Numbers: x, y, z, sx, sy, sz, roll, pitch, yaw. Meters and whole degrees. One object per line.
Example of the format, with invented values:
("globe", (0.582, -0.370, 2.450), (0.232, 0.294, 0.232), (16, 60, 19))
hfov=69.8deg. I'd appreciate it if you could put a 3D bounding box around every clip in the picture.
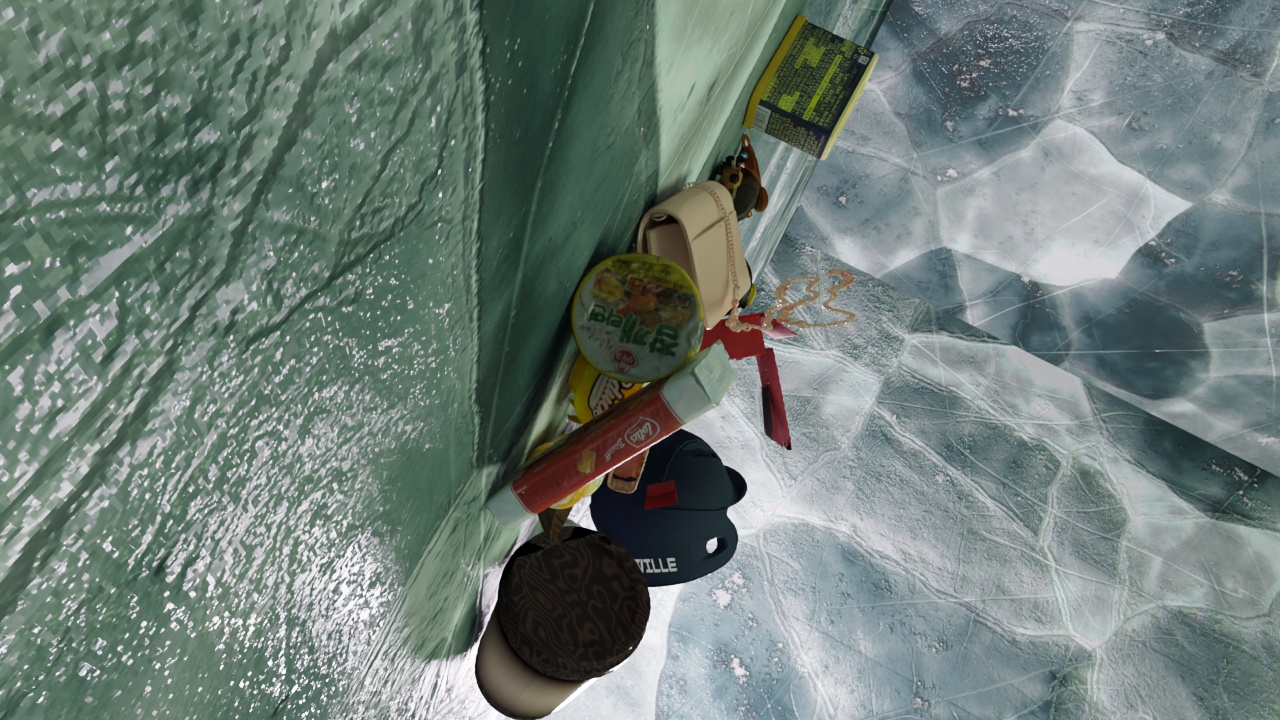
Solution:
("clip", (-0.049, 0.046, 0.906), (0.045, 0.054, 0.049), (-27, 124, -44))

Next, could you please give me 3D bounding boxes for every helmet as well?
("helmet", (0.043, 0.207, 1.456), (0.271, 0.233, 0.223), (-20, 102, -50))

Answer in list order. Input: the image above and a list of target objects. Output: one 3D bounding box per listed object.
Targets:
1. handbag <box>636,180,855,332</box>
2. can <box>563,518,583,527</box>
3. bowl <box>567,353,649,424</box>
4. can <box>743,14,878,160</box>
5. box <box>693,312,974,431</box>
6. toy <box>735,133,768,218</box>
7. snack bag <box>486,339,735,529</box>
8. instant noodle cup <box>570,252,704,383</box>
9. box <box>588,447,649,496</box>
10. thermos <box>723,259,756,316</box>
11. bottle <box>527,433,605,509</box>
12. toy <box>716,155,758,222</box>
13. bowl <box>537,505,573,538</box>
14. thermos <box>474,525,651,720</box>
("handbag", (0.107, -0.108, 0.840), (0.198, 0.187, 0.117), (-43, 127, -62))
("can", (-0.112, 0.258, 1.218), (0.096, 0.054, 0.054), (-61, 173, -14))
("bowl", (-0.024, 0.014, 0.844), (0.117, 0.067, 0.117), (-61, 174, -12))
("can", (0.198, -0.315, 1.066), (0.135, 0.104, 0.075), (-60, 173, -17))
("box", (0.218, 0.007, 1.218), (0.211, 0.410, 0.107), (-7, 111, -89))
("toy", (0.115, -0.222, 1.127), (0.090, 0.071, 0.103), (-35, 131, -49))
("snack bag", (-0.025, 0.063, 0.741), (0.226, 0.041, 0.077), (-32, -174, 25))
("instant noodle cup", (-0.001, -0.038, 0.732), (0.102, 0.102, 0.108), (-63, -177, 8))
("box", (-0.014, 0.073, 0.969), (0.078, 0.054, 0.187), (-15, 136, -35))
("thermos", (0.076, -0.090, 1.097), (0.098, 0.098, 0.220), (-64, 170, 14))
("bottle", (-0.062, 0.098, 0.867), (0.063, 0.063, 0.109), (-65, 165, 18))
("toy", (0.105, -0.200, 1.043), (0.100, 0.062, 0.076), (81, -1, -70))
("bowl", (-0.084, 0.126, 0.967), (0.119, 0.032, 0.119), (24, 88, -83))
("thermos", (-0.105, 0.320, 1.078), (0.172, 0.173, 0.227), (-56, 177, -46))
